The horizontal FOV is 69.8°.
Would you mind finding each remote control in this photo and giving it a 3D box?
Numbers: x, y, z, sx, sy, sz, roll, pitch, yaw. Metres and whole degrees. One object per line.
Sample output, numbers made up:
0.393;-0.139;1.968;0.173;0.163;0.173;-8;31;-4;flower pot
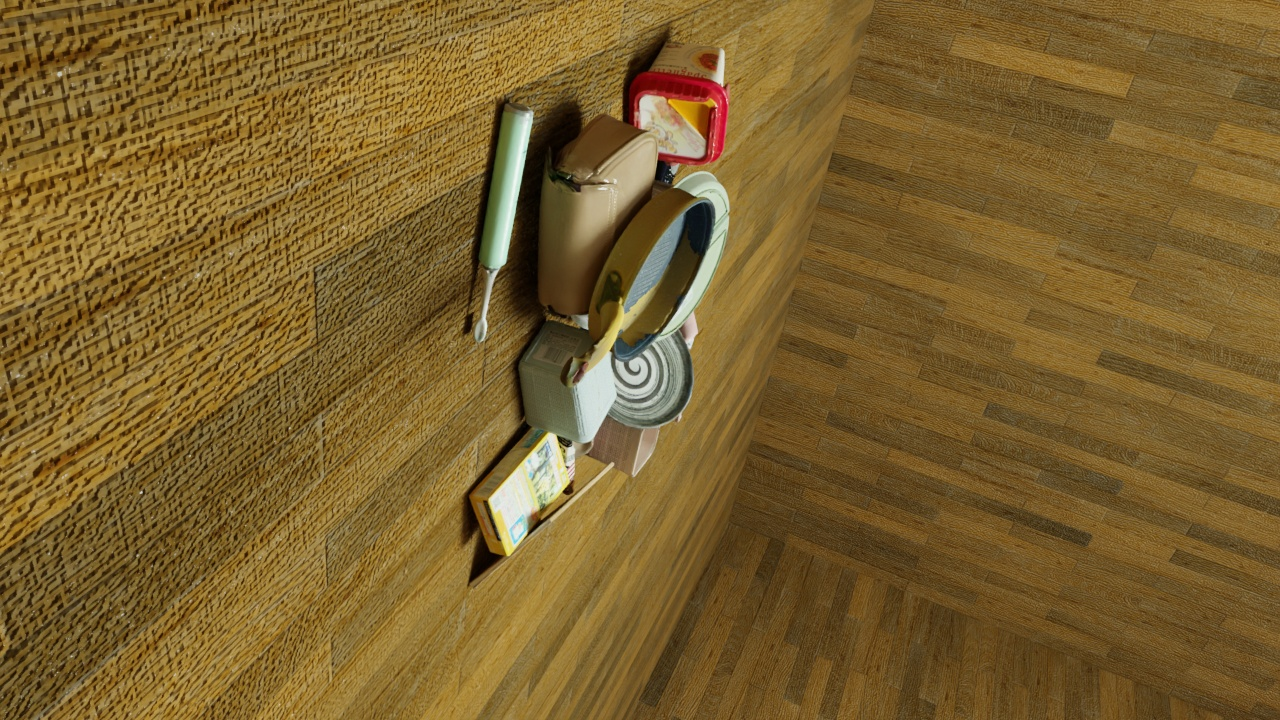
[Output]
0.034;-0.262;1.259;0.053;0.024;0.136;52;56;-70;remote control

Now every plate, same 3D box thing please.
0.049;-0.124;1.148;0.229;0.027;0.231;-45;151;-34;plate
-0.007;0.007;1.241;0.024;0.179;0.179;-27;-151;54;plate

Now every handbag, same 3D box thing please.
-0.053;-0.147;0.953;0.147;0.100;0.205;-43;151;-46;handbag

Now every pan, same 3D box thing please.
-0.008;-0.058;0.917;0.356;0.078;0.198;-35;151;-56;pan

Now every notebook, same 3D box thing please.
-0.121;0.208;1.184;0.150;0.012;0.211;-42;177;23;notebook

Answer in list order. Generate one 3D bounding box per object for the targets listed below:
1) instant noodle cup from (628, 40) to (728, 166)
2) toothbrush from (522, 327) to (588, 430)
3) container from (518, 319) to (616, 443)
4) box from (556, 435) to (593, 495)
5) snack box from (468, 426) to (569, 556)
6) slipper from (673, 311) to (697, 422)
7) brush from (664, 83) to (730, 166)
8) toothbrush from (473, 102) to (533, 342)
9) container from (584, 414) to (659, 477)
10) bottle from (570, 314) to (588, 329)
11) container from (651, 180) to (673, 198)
0.052;-0.314;1.102;0.117;0.116;0.124;91;11;-51;instant noodle cup
-0.098;0.014;1.154;0.188;0.018;0.014;-60;153;-31;toothbrush
-0.085;0.021;1.067;0.112;0.090;0.089;87;26;-51;container
-0.086;0.101;1.184;0.085;0.075;0.162;-32;149;-24;box
-0.139;0.150;1.079;0.140;0.034;0.087;-48;135;-44;snack box
0.052;-0.040;1.355;0.114;0.054;0.273;99;-11;-64;slipper
0.067;-0.316;1.210;0.145;0.069;0.063;-64;159;-22;brush
-0.129;-0.119;0.832;0.027;0.026;0.225;-94;-164;-67;toothbrush
-0.038;0.092;1.288;0.089;0.111;0.090;-47;153;-58;container
-0.057;-0.068;1.096;0.108;0.063;0.063;13;97;-76;bottle
0.014;-0.170;1.181;0.114;0.090;0.090;72;39;-64;container
